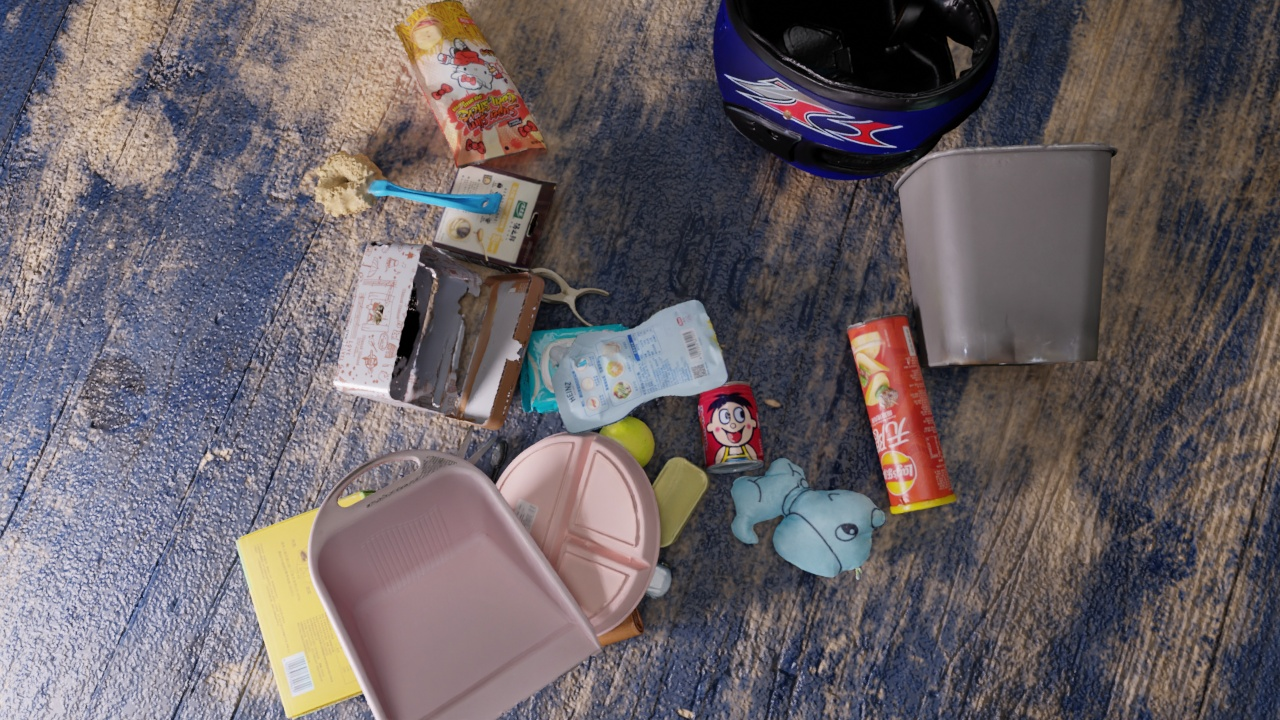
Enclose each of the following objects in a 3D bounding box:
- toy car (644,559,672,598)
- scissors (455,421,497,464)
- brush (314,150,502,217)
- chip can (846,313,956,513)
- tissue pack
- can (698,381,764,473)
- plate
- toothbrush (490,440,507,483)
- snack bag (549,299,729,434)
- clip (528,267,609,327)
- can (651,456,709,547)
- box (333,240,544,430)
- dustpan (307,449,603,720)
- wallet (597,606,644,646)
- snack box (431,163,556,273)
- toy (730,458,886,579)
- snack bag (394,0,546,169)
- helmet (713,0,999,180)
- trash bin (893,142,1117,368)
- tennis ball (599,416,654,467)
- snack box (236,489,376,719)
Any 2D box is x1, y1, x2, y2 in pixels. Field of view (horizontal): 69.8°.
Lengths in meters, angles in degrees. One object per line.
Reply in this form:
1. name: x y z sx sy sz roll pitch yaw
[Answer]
1. toy car: -0.008 0.237 1.035 0.090 0.034 0.043 22 80 5
2. scissors: -0.230 0.150 1.044 0.012 0.156 0.166 16 105 47
3. brush: -0.278 -0.199 1.086 0.255 0.046 0.083 10 72 18
4. chip can: 0.289 0.059 1.022 0.073 0.073 0.216 -12 82 2
5. tissue pack: -0.074 0.010 1.063 0.133 0.050 0.093 -6 82 3
6. can: 0.101 0.075 1.031 0.066 0.066 0.093 -7 74 2
7. plate: -0.084 0.189 1.000 0.230 0.028 0.229 -8 75 30
8. toothbrush: -0.188 0.183 1.063 0.014 0.016 0.189 16 84 16
9. snack bag: -0.006 0.006 1.017 0.191 0.039 0.110 -18 80 -3
10. clip: -0.090 -0.080 1.087 0.100 0.035 0.071 26 83 2
11. can: 0.033 0.156 1.018 0.057 0.083 0.102 32 85 7
12. box: -0.205 -0.022 1.022 0.188 0.155 0.182 8 82 26
13. dustpan: -0.205 0.225 0.915 0.222 0.139 0.273 -30 47 -26
14. wallet: -0.070 0.268 1.016 0.132 0.031 0.107 -23 80 21
15. snack box: -0.171 -0.169 1.094 0.126 0.053 0.113 16 83 6
16. toy: 0.187 0.180 1.023 0.161 0.050 0.156 -26 76 1
17. snack bag: -0.207 -0.329 1.107 0.128 0.073 0.207 -20 76 -35
18. helmet: 0.228 -0.311 0.987 0.247 0.240 0.315 -45 64 -4
19. trash bin: 0.389 -0.103 0.987 0.199 0.199 0.219 -2 88 3
20. tennis ball: -0.017 0.095 1.039 0.065 0.065 0.065 -1 81 3
21. snack box: -0.340 0.270 1.032 0.157 0.070 0.210 -21 81 0
